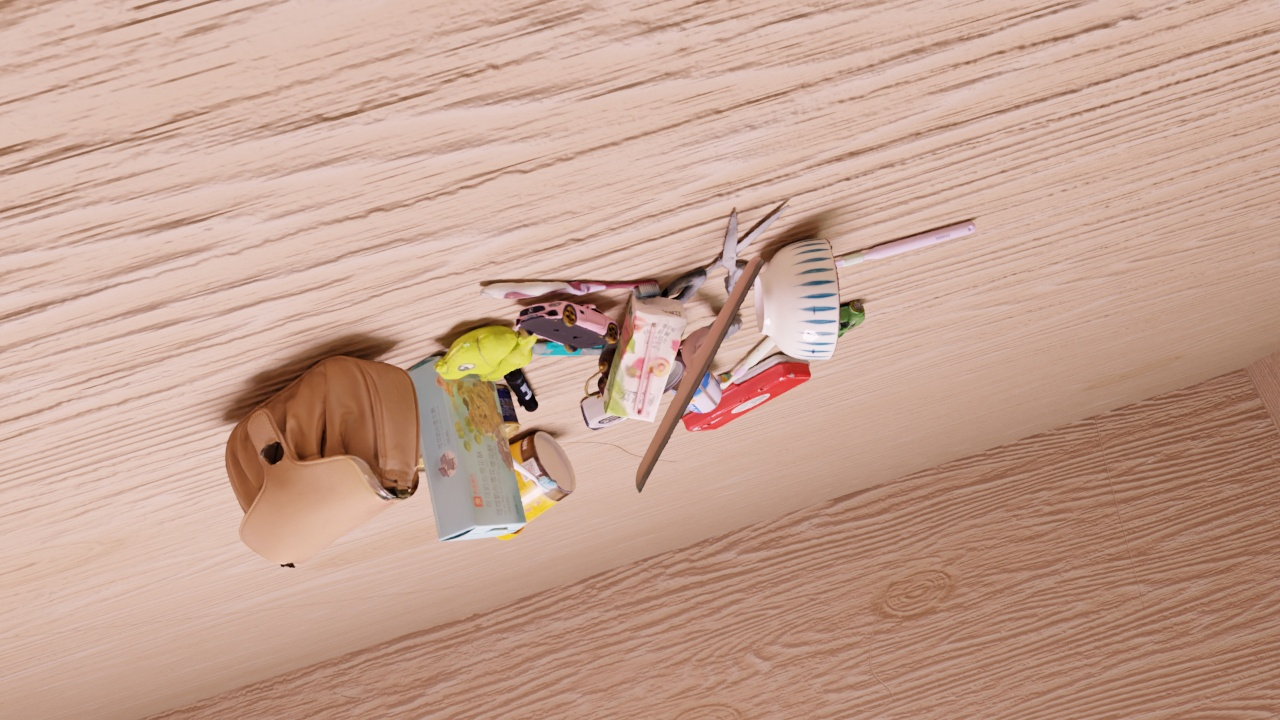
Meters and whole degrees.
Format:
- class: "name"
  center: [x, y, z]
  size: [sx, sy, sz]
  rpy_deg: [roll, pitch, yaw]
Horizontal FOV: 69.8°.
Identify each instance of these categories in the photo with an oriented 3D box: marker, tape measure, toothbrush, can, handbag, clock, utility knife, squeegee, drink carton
- class: "marker"
  center: [-0.132, 0.033, 1.017]
  size: [0.022, 0.020, 0.132]
  rpy_deg: [11, 163, 5]
- class: "tape measure"
  center: [-0.042, 0.061, 1.159]
  size: [0.066, 0.033, 0.066]
  rpy_deg: [-22, 164, 5]
- class: "toothbrush"
  center: [-0.057, -0.061, 0.816]
  size: [0.187, 0.017, 0.016]
  rpy_deg: [-5, 156, -36]
- class: "can"
  center: [0.066, 0.029, 1.134]
  size: [0.053, 0.053, 0.134]
  rpy_deg: [-21, 162, 8]
- class: "toothbrush"
  center: [0.145, -0.009, 1.159]
  size: [0.029, 0.020, 0.190]
  rpy_deg: [-43, 177, -34]
- class: "toothbrush"
  center: [0.265, -0.117, 0.958]
  size: [0.189, 0.029, 0.021]
  rpy_deg: [-17, -158, -9]
- class: "can"
  center: [-0.203, 0.078, 1.032]
  size: [0.148, 0.049, 0.074]
  rpy_deg: [-27, 160, 24]
- class: "handbag"
  center: [-0.289, 0.087, 0.818]
  size: [0.205, 0.147, 0.099]
  rpy_deg: [-32, 160, 25]
- class: "toothbrush"
  center: [-0.168, 0.086, 0.969]
  size: [0.027, 0.026, 0.224]
  rpy_deg: [-27, 132, 25]
- class: "clock"
  center: [-0.006, 0.006, 0.966]
  size: [0.121, 0.055, 0.082]
  rpy_deg: [-21, 151, -18]
- class: "utility knife"
  center: [-0.040, -0.013, 0.977]
  size: [0.186, 0.013, 0.029]
  rpy_deg: [-3, 156, -39]
- class: "squeegee"
  center: [0.068, -0.017, 0.925]
  size: [0.248, 0.040, 0.249]
  rpy_deg: [-64, 173, 20]
- class: "drink carton"
  center: [0.003, 0.000, 0.892]
  size: [0.053, 0.045, 0.123]
  rpy_deg: [11, 118, -13]

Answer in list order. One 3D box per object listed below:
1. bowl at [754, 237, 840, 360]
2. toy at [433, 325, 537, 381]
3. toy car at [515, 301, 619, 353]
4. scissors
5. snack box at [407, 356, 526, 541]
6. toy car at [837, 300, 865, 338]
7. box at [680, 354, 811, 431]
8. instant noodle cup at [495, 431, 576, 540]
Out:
- class: "bowl"
  center: [0.145, -0.057, 0.876]
  size: [0.066, 0.116, 0.116]
  rpy_deg: [-3, 161, -1]
- class: "toy"
  center: [-0.143, -0.007, 0.864]
  size: [0.096, 0.031, 0.100]
  rpy_deg: [-31, 159, -4]
- class: "toy car"
  center: [-0.065, -0.035, 0.849]
  size: [0.056, 0.037, 0.122]
  rpy_deg: [-14, 163, 27]
- class: "scissors"
  center: [0.082, -0.092, 0.862]
  size: [0.178, 0.014, 0.159]
  rpy_deg: [-28, 160, 26]
- class: "snack box"
  center: [-0.168, 0.085, 0.884]
  size: [0.052, 0.174, 0.074]
  rpy_deg: [-24, 162, 27]
- class: "toy car"
  center: [0.231, -0.044, 1.112]
  size: [0.091, 0.036, 0.043]
  rpy_deg: [-17, 161, -16]
- class: "box"
  center: [0.146, 0.045, 1.293]
  size: [0.086, 0.047, 0.202]
  rpy_deg: [1, 154, -46]
- class: "instant noodle cup"
  center: [-0.158, 0.162, 1.224]
  size: [0.115, 0.118, 0.118]
  rpy_deg: [-31, 159, 15]
